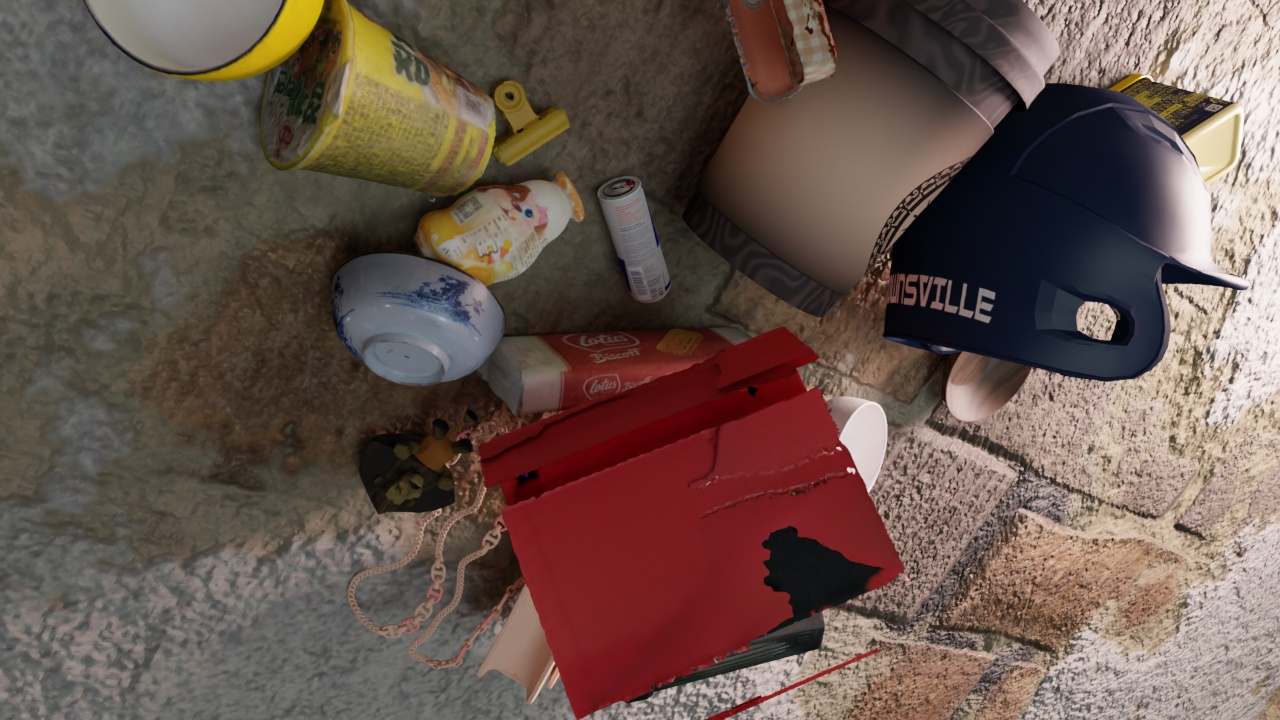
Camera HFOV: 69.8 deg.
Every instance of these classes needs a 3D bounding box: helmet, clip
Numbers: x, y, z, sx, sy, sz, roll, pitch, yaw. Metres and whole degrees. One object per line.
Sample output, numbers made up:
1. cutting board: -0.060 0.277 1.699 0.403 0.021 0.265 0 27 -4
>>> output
1. helmet: 0.334 -0.099 0.723 0.272 0.232 0.223 13 93 -16
2. clip: -0.076 -0.155 0.593 0.054 0.045 0.049 -33 154 -7

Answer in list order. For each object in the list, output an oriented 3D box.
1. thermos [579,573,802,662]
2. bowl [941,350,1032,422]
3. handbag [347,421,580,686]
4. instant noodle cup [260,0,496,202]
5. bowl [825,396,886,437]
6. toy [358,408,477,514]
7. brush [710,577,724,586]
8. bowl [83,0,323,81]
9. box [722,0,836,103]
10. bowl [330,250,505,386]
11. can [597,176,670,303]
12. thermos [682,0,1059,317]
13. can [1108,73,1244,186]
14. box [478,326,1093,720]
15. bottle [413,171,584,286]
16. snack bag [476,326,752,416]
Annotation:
1. thermos: 0.056 0.253 0.853 0.220 0.098 0.098 -8 122 -10
2. bowl: 0.345 0.003 0.930 0.119 0.032 0.119 -14 124 -22
3. handbag: -0.107 0.154 0.763 0.187 0.116 0.199 29 98 3
4. instant noodle cup: -0.145 -0.142 0.524 0.108 0.102 0.102 12 112 -45
5. bowl: 0.184 0.083 0.860 0.104 0.054 0.105 -17 114 -45
6. toy: -0.155 0.072 0.661 0.100 0.062 0.076 -39 114 20
7. brush: 0.067 0.166 0.871 0.030 0.041 0.173 -4 124 -8
8. bowl: -0.207 -0.195 0.455 0.117 0.067 0.117 1 98 10
9. box: 0.066 -0.249 0.541 0.054 0.079 0.187 -23 97 -41
10. bowl: -0.146 -0.016 0.586 0.114 0.045 0.114 5 147 3
11. can: -0.003 -0.087 0.674 0.032 0.032 0.095 -29 128 -12
12. thermos: 0.145 -0.158 0.638 0.172 0.172 0.226 22 112 -37
13. can: 0.447 -0.188 0.825 0.135 0.104 0.075 -31 129 -10
14. box: 0.023 0.067 0.502 0.211 0.410 0.107 -21 97 -6
15. bottle: -0.091 -0.085 0.604 0.109 0.063 0.063 -28 128 -11
16. snack bag: -0.004 0.004 0.701 0.224 0.077 0.041 -2 113 -29
